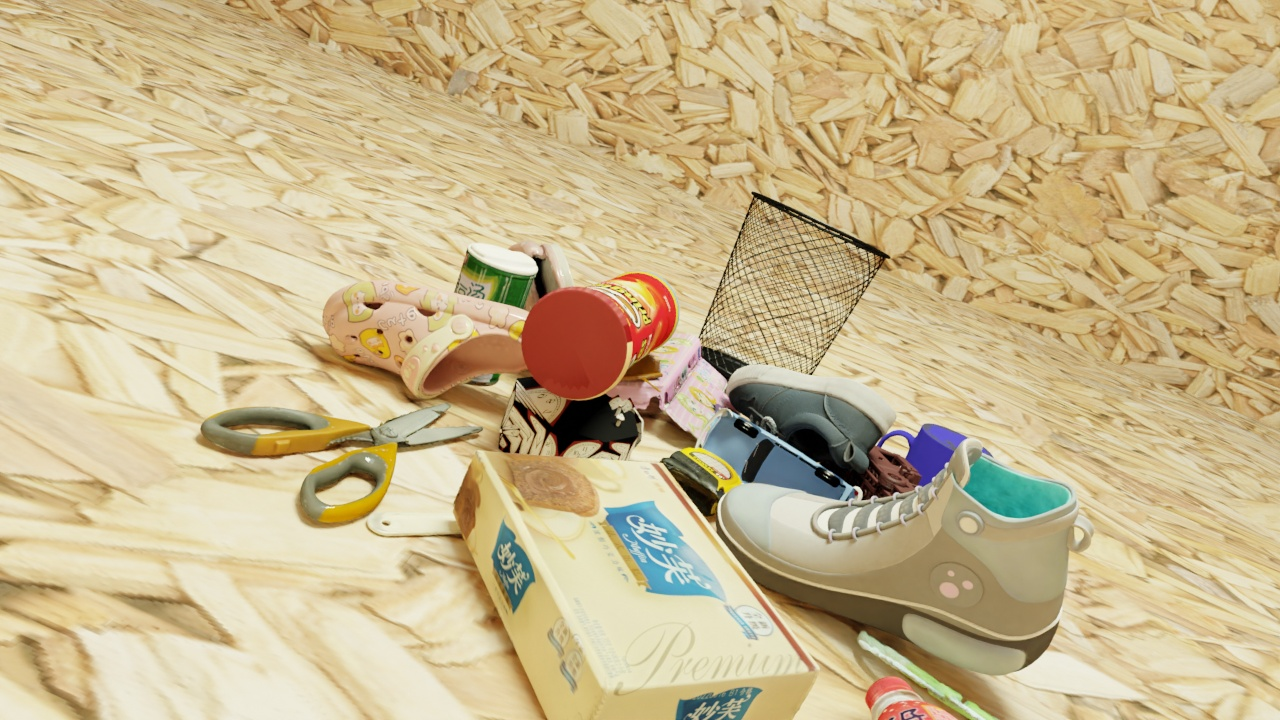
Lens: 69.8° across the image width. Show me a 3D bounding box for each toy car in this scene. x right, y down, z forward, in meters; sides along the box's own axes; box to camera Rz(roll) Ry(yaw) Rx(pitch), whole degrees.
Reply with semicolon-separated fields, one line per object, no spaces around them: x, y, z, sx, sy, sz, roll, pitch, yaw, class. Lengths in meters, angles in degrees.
0.124;0.103;0.838;0.153;0.056;0.054;31;1;11;toy car
0.228;0.122;0.889;0.062;0.070;0.169;18;14;-12;toy car

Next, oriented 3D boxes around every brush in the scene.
-0.086;0.114;0.648;0.217;0.012;0.033;6;24;-36;brush
-0.005;0.005;0.890;0.048;0.017;0.126;-5;16;-19;brush

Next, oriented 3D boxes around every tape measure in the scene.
0.052;0.105;0.786;0.065;0.037;0.064;32;21;23;tape measure

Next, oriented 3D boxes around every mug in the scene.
0.302;0.114;0.970;0.111;0.084;0.079;29;19;21;mug

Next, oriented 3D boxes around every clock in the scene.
-0.053;0.047;0.790;0.115;0.065;0.154;24;19;9;clock

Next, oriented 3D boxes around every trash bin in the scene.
0.174;-0.072;1.132;0.184;0.210;0.184;25;11;-5;trash bin

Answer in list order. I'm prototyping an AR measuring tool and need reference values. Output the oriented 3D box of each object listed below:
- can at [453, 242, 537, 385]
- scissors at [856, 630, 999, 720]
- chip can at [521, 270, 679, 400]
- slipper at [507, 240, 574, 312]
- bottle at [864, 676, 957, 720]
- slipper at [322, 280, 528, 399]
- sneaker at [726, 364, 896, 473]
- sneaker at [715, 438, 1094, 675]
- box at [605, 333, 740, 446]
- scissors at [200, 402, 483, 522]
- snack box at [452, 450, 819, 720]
-0.146;-0.045;0.859;0.067;0.121;0.067;19;18;-7;can
0.198;0.219;0.597;0.171;0.021;0.173;37;-1;-20;scissors
-0.026;-0.029;0.789;0.087;0.087;0.213;24;15;8;chip can
-0.112;-0.069;0.968;0.054;0.114;0.274;-17;9;-13;slipper
0.162;0.229;0.513;0.062;0.062;0.137;18;12;-10;bottle
-0.176;-0.010;0.780;0.197;0.093;0.081;6;56;-1;slipper
0.154;0.064;0.917;0.089;0.087;0.236;41;-15;-22;sneaker
0.173;0.109;0.653;0.257;0.161;0.092;19;38;26;sneaker
0.040;0.022;0.984;0.161;0.062;0.230;24;18;7;box
-0.208;0.054;0.672;0.175;0.016;0.224;24;17;6;scissors
-0.011;0.138;0.569;0.153;0.055;0.207;8;26;-34;snack box
